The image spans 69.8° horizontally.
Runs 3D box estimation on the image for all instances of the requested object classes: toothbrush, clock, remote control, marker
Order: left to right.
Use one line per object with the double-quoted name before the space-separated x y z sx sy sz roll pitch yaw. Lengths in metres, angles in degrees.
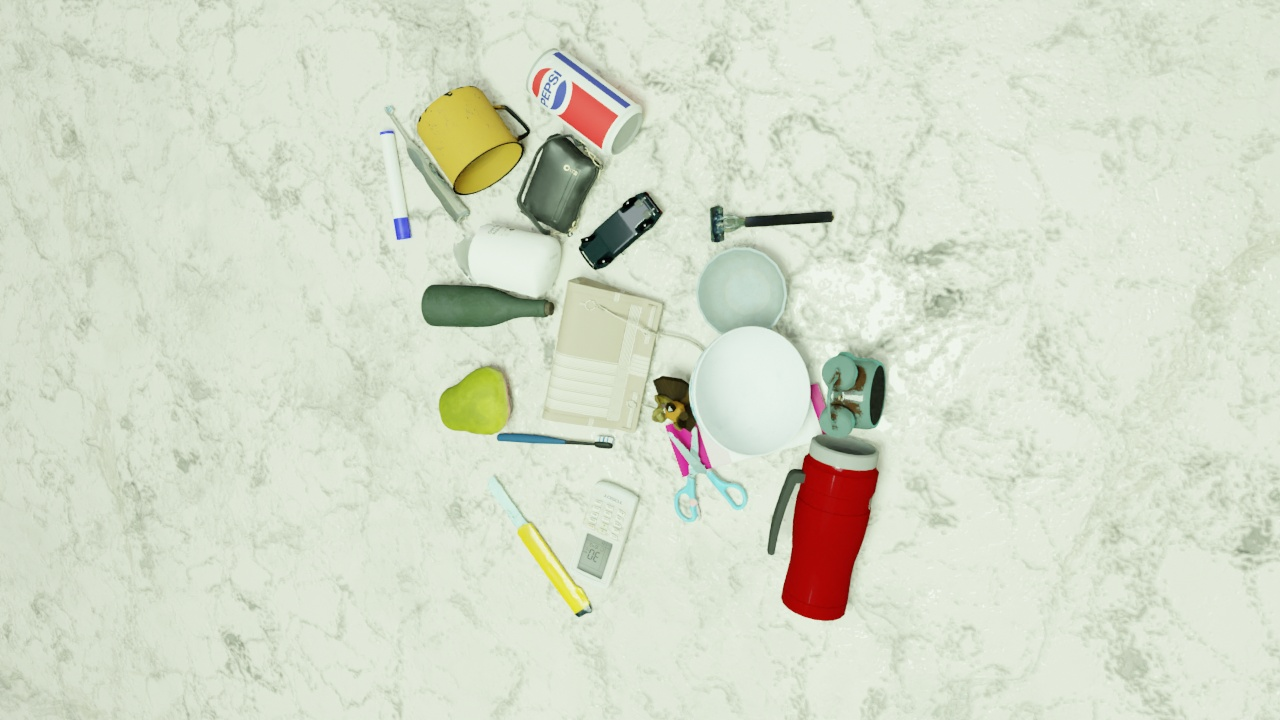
"marker" -0.326 -0.232 1.219 0.020 0.020 0.141 -6 96 21
"toothbrush" -0.284 -0.258 1.199 0.024 0.022 0.185 -38 83 18
"toothbrush" -0.113 0.103 1.192 0.168 0.014 0.014 2 65 22
"remote control" -0.048 0.224 1.181 0.060 0.025 0.138 22 105 16
"clock" 0.229 0.037 0.999 0.053 0.124 0.090 5 100 28

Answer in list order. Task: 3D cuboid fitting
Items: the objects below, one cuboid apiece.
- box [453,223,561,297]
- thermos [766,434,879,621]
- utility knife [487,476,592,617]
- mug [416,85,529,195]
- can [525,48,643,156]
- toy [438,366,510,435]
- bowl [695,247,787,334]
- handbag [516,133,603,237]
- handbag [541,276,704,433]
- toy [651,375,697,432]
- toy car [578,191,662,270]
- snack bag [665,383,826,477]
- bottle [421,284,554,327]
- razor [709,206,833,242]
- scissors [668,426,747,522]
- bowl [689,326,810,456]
"box" -0.172 -0.125 1.149 0.143 0.080 0.089 17 122 18
"thermos" 0.203 0.188 1.048 0.108 0.084 0.199 7 104 -4
"utility knife" -0.137 0.247 1.222 0.030 0.019 0.223 -37 89 15
"mug" -0.202 -0.277 1.132 0.123 0.101 0.094 -32 83 -20
"can" -0.066 -0.305 1.085 0.132 0.070 0.070 39 109 11
"toy" -0.221 0.056 1.206 0.110 0.051 0.090 -9 92 24
"bowl" 0.121 -0.079 1.067 0.106 0.039 0.106 3 99 20
"handbag" -0.097 -0.210 1.114 0.079 0.054 0.129 31 119 7
"handbag" -0.007 0.007 1.128 0.198 0.062 0.176 14 103 9
"toy" 0.040 0.055 1.062 0.062 0.100 0.076 -35 102 5
"toy car" -0.025 -0.156 1.111 0.112 0.034 0.046 -39 84 20
"snack bag" 0.129 0.085 1.101 0.197 0.016 0.070 -18 96 22
"bottle" -0.193 -0.069 1.176 0.174 0.055 0.055 3 99 18
"razor" 0.148 -0.161 1.054 0.144 0.022 0.043 -1 99 20
"scissors" 0.083 0.140 1.114 0.111 0.015 0.141 5 119 15
"bowl" 0.112 0.036 1.044 0.143 0.074 0.144 1 88 -21
